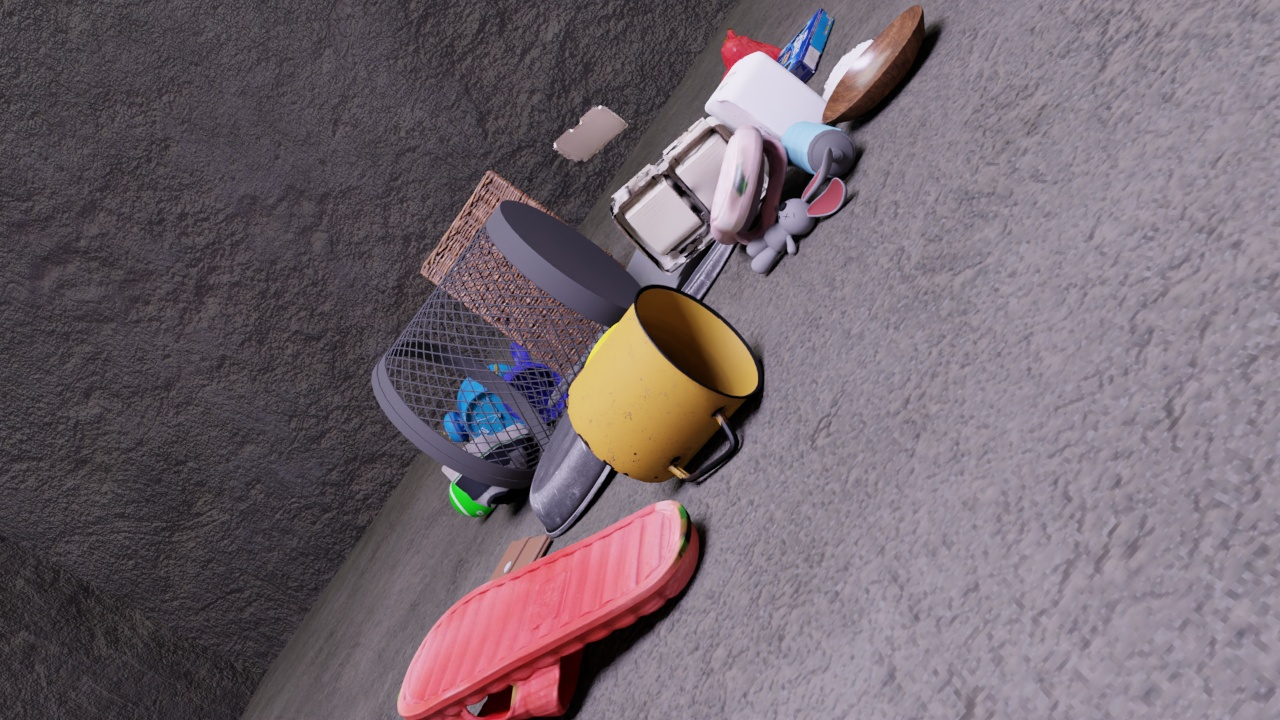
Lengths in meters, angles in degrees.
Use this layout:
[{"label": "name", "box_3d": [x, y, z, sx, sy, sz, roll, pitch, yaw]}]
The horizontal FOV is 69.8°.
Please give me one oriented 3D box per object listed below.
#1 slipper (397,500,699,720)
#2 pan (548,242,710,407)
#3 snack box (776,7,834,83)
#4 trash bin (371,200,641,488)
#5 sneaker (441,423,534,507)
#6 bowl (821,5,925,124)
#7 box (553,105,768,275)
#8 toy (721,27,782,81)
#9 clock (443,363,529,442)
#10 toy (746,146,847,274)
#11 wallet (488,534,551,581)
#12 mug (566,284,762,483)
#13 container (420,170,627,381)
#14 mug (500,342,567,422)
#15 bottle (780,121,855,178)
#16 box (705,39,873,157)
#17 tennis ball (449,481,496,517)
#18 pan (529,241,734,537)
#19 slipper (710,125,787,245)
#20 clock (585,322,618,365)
[{"label": "slipper", "box_3d": [-0.056, 0.171, 0.571, 0.249, 0.059, 0.103, -32, 22, 25]}, {"label": "pan", "box_3d": [-0.004, -0.071, 1.065, 0.355, 0.024, 0.216, -52, 21, 22]}, {"label": "snack box", "box_3d": [0.194, -0.372, 1.139, 0.082, 0.027, 0.149, -43, 17, 44]}, {"label": "trash bin", "box_3d": [-0.131, -0.022, 0.977, 0.228, 0.217, 0.217, -53, 12, 17]}, {"label": "sneaker", "box_3d": [-0.164, 0.133, 1.105, 0.084, 0.079, 0.235, -42, -4, 5]}, {"label": "bowl", "box_3d": [0.196, -0.234, 0.750, 0.114, 0.026, 0.101, -43, 18, 45]}, {"label": "box", "box_3d": [0.019, -0.198, 0.906, 0.144, 0.186, 0.070, -39, 30, 12]}, {"label": "toy", "box_3d": [0.134, -0.405, 1.310, 0.132, 0.094, 0.088, -60, 12, -15]}, {"label": "clock", "box_3d": [-0.214, 0.083, 1.322, 0.162, 0.116, 0.060, -53, 24, 14]}, {"label": "toy", "box_3d": [0.120, -0.110, 0.707, 0.112, 0.030, 0.049, -48, 42, 43]}, {"label": "wallet", "box_3d": [-0.124, 0.204, 0.861, 0.087, 0.013, 0.121, -61, 13, -23]}, {"label": "mug", "box_3d": [0.018, 0.026, 0.606, 0.094, 0.100, 0.123, -51, 53, 29]}, {"label": "container", "box_3d": [-0.128, -0.112, 1.230, 0.162, 0.250, 0.183, -53, 2, 7]}, {"label": "mug", "box_3d": [-0.148, 0.028, 1.216, 0.079, 0.111, 0.083, -19, 4, -13]}, {"label": "bottle", "box_3d": [0.146, -0.173, 0.753, 0.040, 0.040, 0.130, -53, 12, 13]}, {"label": "box", "box_3d": [0.151, -0.262, 0.862, 0.136, 0.121, 0.109, -56, 12, 6]}, {"label": "tennis ball", "box_3d": [-0.214, 0.170, 1.189, 0.065, 0.065, 0.065, -52, 12, 16]}, {"label": "pan", "box_3d": [-0.005, 0.005, 0.874, 0.356, 0.055, 0.187, -62, 11, -9]}, {"label": "slipper", "box_3d": [0.094, -0.149, 0.785, 0.221, 0.056, 0.107, -40, -37, -79]}, {"label": "clock", "box_3d": [0.001, 0.017, 0.731, 0.083, 0.057, 0.119, -48, -27, -14]}]
